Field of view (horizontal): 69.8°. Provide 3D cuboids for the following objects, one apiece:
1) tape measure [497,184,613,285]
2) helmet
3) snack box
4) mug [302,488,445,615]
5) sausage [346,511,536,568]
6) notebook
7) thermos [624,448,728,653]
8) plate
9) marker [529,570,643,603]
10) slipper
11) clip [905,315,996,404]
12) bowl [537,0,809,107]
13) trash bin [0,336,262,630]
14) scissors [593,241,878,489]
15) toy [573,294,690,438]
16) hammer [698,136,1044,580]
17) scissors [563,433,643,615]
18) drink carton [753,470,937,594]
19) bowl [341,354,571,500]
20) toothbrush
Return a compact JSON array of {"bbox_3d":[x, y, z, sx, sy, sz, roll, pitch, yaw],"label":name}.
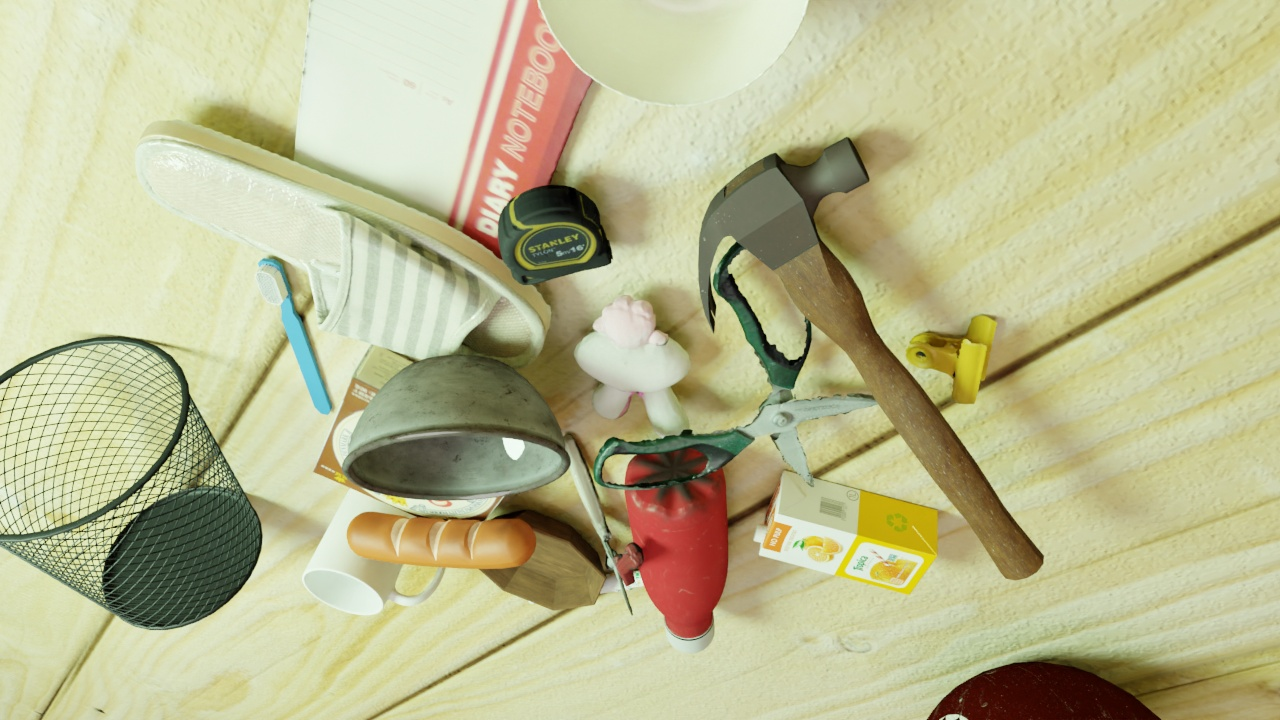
[{"bbox_3d":[-0.052,-0.074,0.531,0.062,0.034,0.061,-14,148,2],"label":"tape measure"},{"bbox_3d":[0.334,0.372,0.718,0.233,0.253,0.234,14,113,-4],"label":"helmet"},{"bbox_3d":[-0.171,0.070,0.727,0.143,0.041,0.147,27,136,-11],"label":"snack box"},{"bbox_3d":[-0.229,0.175,0.819,0.110,0.090,0.074,23,137,-6],"label":"mug"},{"bbox_3d":[-0.161,0.146,0.741,0.164,0.039,0.044,-1,138,17],"label":"sausage"},{"bbox_3d":[-0.110,-0.147,0.502,0.153,0.012,0.209,23,138,-7],"label":"notebook"},{"bbox_3d":[0.034,0.161,0.731,0.073,0.073,0.240,6,137,13],"label":"thermos"},{"bbox_3d":[-0.090,0.174,0.816,0.131,0.025,0.131,12,137,11],"label":"plate"},{"bbox_3d":[-0.046,0.209,0.849,0.146,0.017,0.017,-18,127,33],"label":"marker"},{"bbox_3d":[-0.186,-0.063,0.578,0.272,0.053,0.115,28,141,-13],"label":"slipper"},{"bbox_3d":[0.186,0.000,0.546,0.048,0.046,0.054,-13,136,-4],"label":"clip"},{"bbox_3d":[0.016,-0.175,0.388,0.115,0.062,0.115,7,132,7],"label":"bowl"},{"bbox_3d":[-0.429,0.117,0.772,0.184,0.183,0.210,8,143,10],"label":"trash bin"},{"bbox_3d":[0.054,0.015,0.580,0.202,0.015,0.205,-11,123,6],"label":"scissors"},{"bbox_3d":[-0.004,0.003,0.606,0.079,0.037,0.123,14,141,16],"label":"toy"},{"bbox_3d":[0.149,0.020,0.537,0.115,0.033,0.323,-31,113,24],"label":"hammer"},{"bbox_3d":[-0.026,0.139,0.732,0.179,0.015,0.199,66,166,-5],"label":"scissors"},{"bbox_3d":[0.150,0.127,0.681,0.122,0.040,0.059,14,138,3],"label":"drink carton"},{"bbox_3d":[-0.121,0.041,0.608,0.145,0.067,0.145,-4,157,-2],"label":"bowl"},{"bbox_3d":[-0.259,-0.011,0.692,0.016,0.014,0.167,10,138,8],"label":"toothbrush"}]
